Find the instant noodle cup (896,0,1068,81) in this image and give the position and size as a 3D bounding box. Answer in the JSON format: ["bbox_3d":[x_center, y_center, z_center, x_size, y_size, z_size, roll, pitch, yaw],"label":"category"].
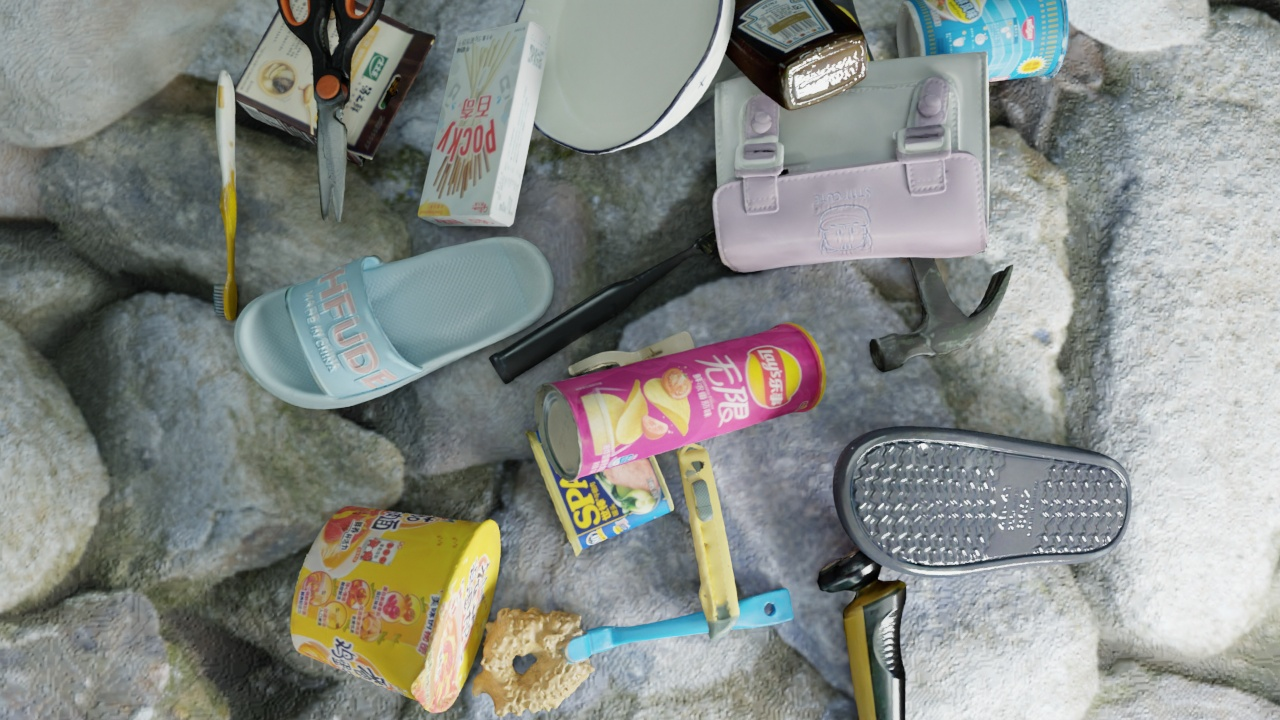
[{"bbox_3d":[0.269,-0.266,0.740,0.110,0.099,0.099,-11,85,5],"label":"instant noodle cup"}]

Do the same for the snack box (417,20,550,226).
[{"bbox_3d":[-0.123,-0.183,0.719,0.085,0.026,0.156,6,82,38],"label":"snack box"}]

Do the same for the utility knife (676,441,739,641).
[{"bbox_3d":[0.046,0.110,0.719,0.031,0.022,0.210,-7,71,-16],"label":"utility knife"}]

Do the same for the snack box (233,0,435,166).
[{"bbox_3d":[-0.237,-0.225,0.726,0.125,0.053,0.113,26,83,0],"label":"snack box"}]

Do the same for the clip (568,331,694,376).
[{"bbox_3d":[-0.005,0.004,0.721,0.100,0.071,0.034,-19,85,-1],"label":"clip"}]

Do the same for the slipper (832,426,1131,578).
[{"bbox_3d":[0.255,0.106,0.713,0.267,0.083,0.110,6,92,-20],"label":"slipper"}]

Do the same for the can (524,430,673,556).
[{"bbox_3d":[-0.031,0.086,0.705,0.083,0.057,0.102,-22,86,-7],"label":"can"}]

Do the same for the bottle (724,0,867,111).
[{"bbox_3d":[0.093,-0.257,0.687,0.080,0.044,0.194,-24,47,-4],"label":"bottle"}]

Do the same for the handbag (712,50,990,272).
[{"bbox_3d":[0.158,-0.145,0.693,0.197,0.098,0.145,-2,92,18],"label":"handbag"}]

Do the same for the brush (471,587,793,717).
[{"bbox_3d":[-0.004,0.212,0.703,0.254,0.046,0.083,-9,84,-9],"label":"brush"}]

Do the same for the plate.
[{"bbox_3d":[-0.013,-0.256,0.694,0.205,0.045,0.205,-2,87,40],"label":"plate"}]

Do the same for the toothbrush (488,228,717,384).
[{"bbox_3d":[-0.023,-0.047,0.733,0.212,0.027,0.026,-31,124,-5],"label":"toothbrush"}]

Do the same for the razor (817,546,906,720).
[{"bbox_3d":[0.176,0.224,0.709,0.068,0.062,0.167,-6,90,27],"label":"razor"}]

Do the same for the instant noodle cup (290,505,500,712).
[{"bbox_3d":[-0.174,0.168,0.656,0.110,0.138,0.138,13,84,6],"label":"instant noodle cup"}]

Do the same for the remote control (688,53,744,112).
[{"bbox_3d":[0.059,-0.252,0.758,0.150,0.021,0.058,-34,81,-5],"label":"remote control"}]

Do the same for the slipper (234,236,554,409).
[{"bbox_3d":[-0.185,-0.034,0.701,0.245,0.074,0.104,-18,86,-6],"label":"slipper"}]

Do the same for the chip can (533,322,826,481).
[{"bbox_3d":[0.032,0.026,0.666,0.210,0.072,0.071,-14,85,-28],"label":"chip can"}]

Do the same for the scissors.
[{"bbox_3d":[-0.246,-0.215,0.696,0.142,0.021,0.235,18,87,12],"label":"scissors"}]

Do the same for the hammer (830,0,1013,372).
[{"bbox_3d":[0.205,-0.161,0.753,0.126,0.032,0.323,-17,85,-4],"label":"hammer"}]

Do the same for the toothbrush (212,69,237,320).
[{"bbox_3d":[-0.323,-0.126,0.710,0.018,0.016,0.191,5,100,8],"label":"toothbrush"}]
